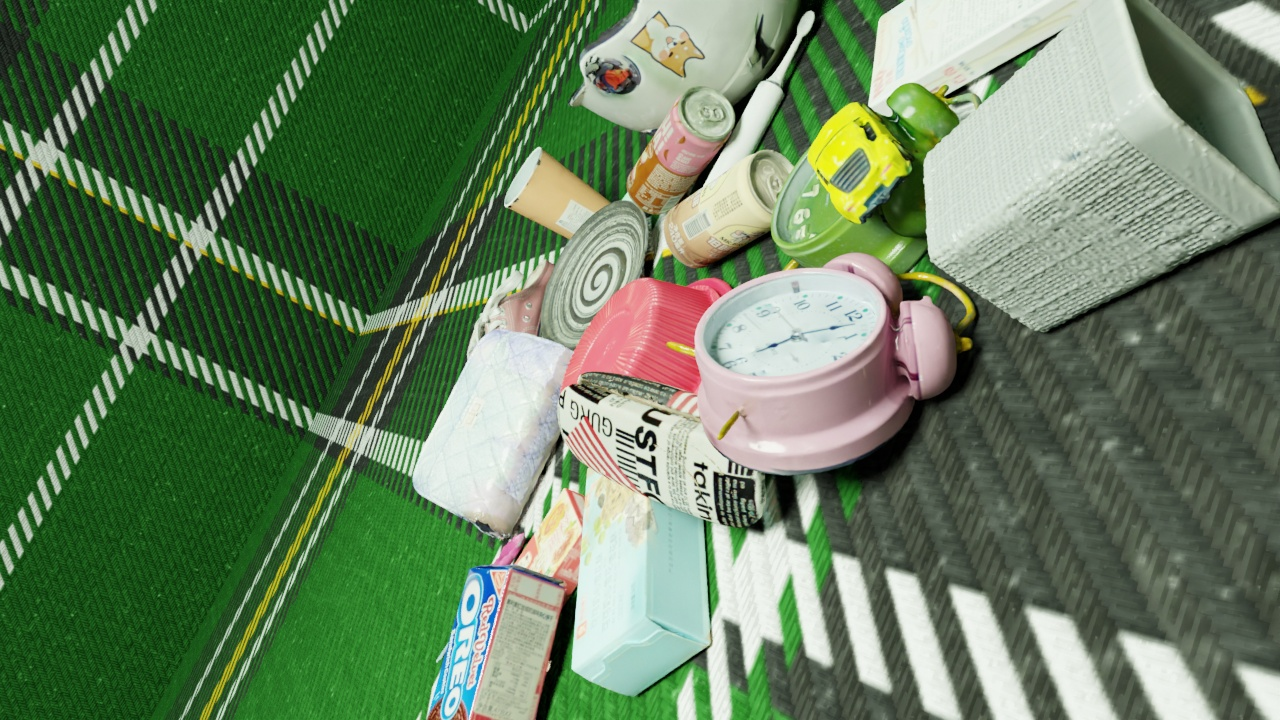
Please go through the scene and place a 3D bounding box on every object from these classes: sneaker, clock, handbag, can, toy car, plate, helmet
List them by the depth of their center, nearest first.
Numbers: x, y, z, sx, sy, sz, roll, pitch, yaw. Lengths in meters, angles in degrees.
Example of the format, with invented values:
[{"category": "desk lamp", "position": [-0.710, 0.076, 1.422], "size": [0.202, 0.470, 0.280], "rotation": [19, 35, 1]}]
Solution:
[{"category": "clock", "position": [0.101, -0.006, 0.493], "size": [0.158, 0.060, 0.117], "rotation": [-21, 34, -5]}, {"category": "toy car", "position": [0.120, -0.117, 0.524], "size": [0.048, 0.032, 0.105], "rotation": [-49, 23, 25]}, {"category": "clock", "position": [0.146, -0.107, 0.570], "size": [0.162, 0.056, 0.115], "rotation": [-32, 36, 47]}, {"category": "can", "position": [0.072, -0.119, 0.739], "size": [0.117, 0.058, 0.058], "rotation": [-26, 40, 53]}, {"category": "can", "position": [0.035, -0.196, 0.872], "size": [0.148, 0.058, 0.057], "rotation": [-44, 24, 63]}, {"category": "helmet", "position": [0.058, -0.319, 0.885], "size": [0.275, 0.157, 0.229], "rotation": [-53, 3, 44]}, {"category": "handbag", "position": [-0.140, 0.068, 0.907], "size": [0.134, 0.075, 0.193], "rotation": [15, 76, 39]}, {"category": "plate", "position": [-0.045, -0.086, 0.969], "size": [0.180, 0.024, 0.179], "rotation": [-32, 45, 39]}, {"category": "sneaker", "position": [-0.148, -0.028, 1.050], "size": [0.119, 0.088, 0.240], "rotation": [-35, 33, 46]}]

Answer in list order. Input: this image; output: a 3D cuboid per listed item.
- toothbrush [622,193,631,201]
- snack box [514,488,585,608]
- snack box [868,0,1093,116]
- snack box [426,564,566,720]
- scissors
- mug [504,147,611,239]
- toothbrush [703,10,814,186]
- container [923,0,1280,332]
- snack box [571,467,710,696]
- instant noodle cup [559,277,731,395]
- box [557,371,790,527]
[{"category": "toothbrush", "position": [-0.005, -0.178, 1.015], "size": [0.225, 0.026, 0.027], "rotation": [-54, -7, 15]}, {"category": "snack box", "position": [-0.085, 0.184, 0.741], "size": [0.153, 0.025, 0.075], "rotation": [-57, 23, 8]}, {"category": "snack box", "position": [0.217, -0.222, 0.586], "size": [0.157, 0.027, 0.084], "rotation": [-23, 47, 52]}, {"category": "snack box", "position": [-0.110, 0.250, 0.641], "size": [0.057, 0.058, 0.207], "rotation": [-13, 55, 46]}, {"category": "scissors", "position": [-0.144, 0.210, 0.811], "size": [0.131, 0.017, 0.133], "rotation": [-44, 11, 52]}, {"category": "mug", "position": [-0.085, -0.180, 1.060], "size": [0.078, 0.122, 0.078], "rotation": [-47, 25, 30]}, {"category": "toothbrush", "position": [0.106, -0.222, 0.835], "size": [0.221, 0.027, 0.026], "rotation": [-62, 0, -5]}, {"category": "container", "position": [0.193, -0.081, 0.403], "size": [0.115, 0.090, 0.090], "rotation": [-41, 28, 45]}, {"category": "snack box", "position": [0.000, 0.122, 0.603], "size": [0.074, 0.051, 0.174], "rotation": [-44, 26, 31]}, {"category": "instant noodle cup", "position": [-0.004, 0.004, 0.742], "size": [0.194, 0.066, 0.193], "rotation": [-45, 27, 30]}, {"category": "box", "position": [0.024, 0.039, 0.573], "size": [0.164, 0.075, 0.083], "rotation": [17, 39, 42]}]
